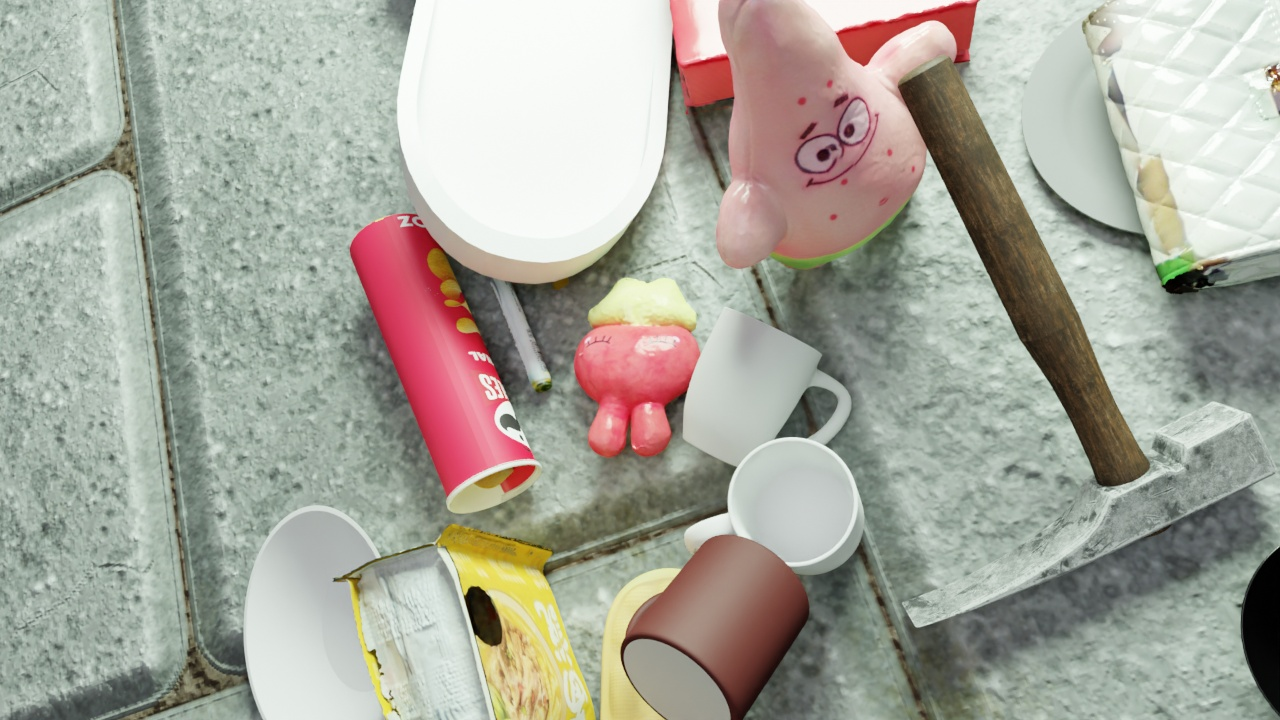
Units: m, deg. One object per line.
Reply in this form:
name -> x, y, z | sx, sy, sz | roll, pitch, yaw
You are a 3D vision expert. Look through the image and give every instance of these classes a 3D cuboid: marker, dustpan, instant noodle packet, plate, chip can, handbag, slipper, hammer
marker -> -0.099, -0.041, 0.697 | 0.017, 0.017, 0.146 | -28, 69, 7
dustpan -> -0.075, -0.187, 0.664 | 0.191, 0.053, 0.257 | 9, 77, -12
instant noodle packet -> -0.077, 0.218, 0.539 | 0.084, 0.163, 0.221 | -26, 70, 6
plate -> -0.209, 0.188, 0.636 | 0.174, 0.036, 0.174 | -4, 83, 36
chip can -> -0.146, -0.002, 0.672 | 0.069, 0.069, 0.220 | -30, 68, 6
handbag -> 0.360, -0.145, 0.548 | 0.139, 0.072, 0.194 | -13, 71, 13
plate -> 0.346, -0.163, 0.604 | 0.178, 0.012, 0.178 | -4, 74, 15
slipper -> 0.011, 0.235, 0.514 | 0.099, 0.078, 0.262 | -6, 51, 11
hammer -> 0.192, -0.013, 0.524 | 0.218, 0.037, 0.300 | -29, 97, 7

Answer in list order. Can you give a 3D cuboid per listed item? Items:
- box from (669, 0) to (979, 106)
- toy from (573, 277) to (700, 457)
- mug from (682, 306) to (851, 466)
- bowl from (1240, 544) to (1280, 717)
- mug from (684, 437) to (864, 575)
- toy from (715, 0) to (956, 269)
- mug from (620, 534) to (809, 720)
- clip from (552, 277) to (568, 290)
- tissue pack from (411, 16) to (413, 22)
box -> 0.139, -0.302, 0.781 | 0.213, 0.373, 0.148 | -9, 103, 9
toy -> -0.004, 0.004, 0.641 | 0.092, 0.045, 0.135 | 3, 70, 19
mug -> 0.083, 0.029, 0.605 | 0.107, 0.071, 0.089 | 26, 92, -7
bowl -> 0.379, 0.149, 0.484 | 0.124, 0.052, 0.124 | -4, 74, 15
mug -> 0.080, 0.098, 0.565 | 0.110, 0.090, 0.073 | -19, 70, 10
toy -> 0.106, -0.135, 0.546 | 0.192, 0.236, 0.097 | -46, 53, -1
mug -> 0.030, 0.152, 0.515 | 0.106, 0.082, 0.073 | -11, 112, 45
clip -> -0.077, -0.079, 0.700 | 0.048, 0.046, 0.054 | -2, 72, -20
tissue pack -> -0.141, -0.312, 0.767 | 0.103, 0.071, 0.181 | -36, 70, -13
